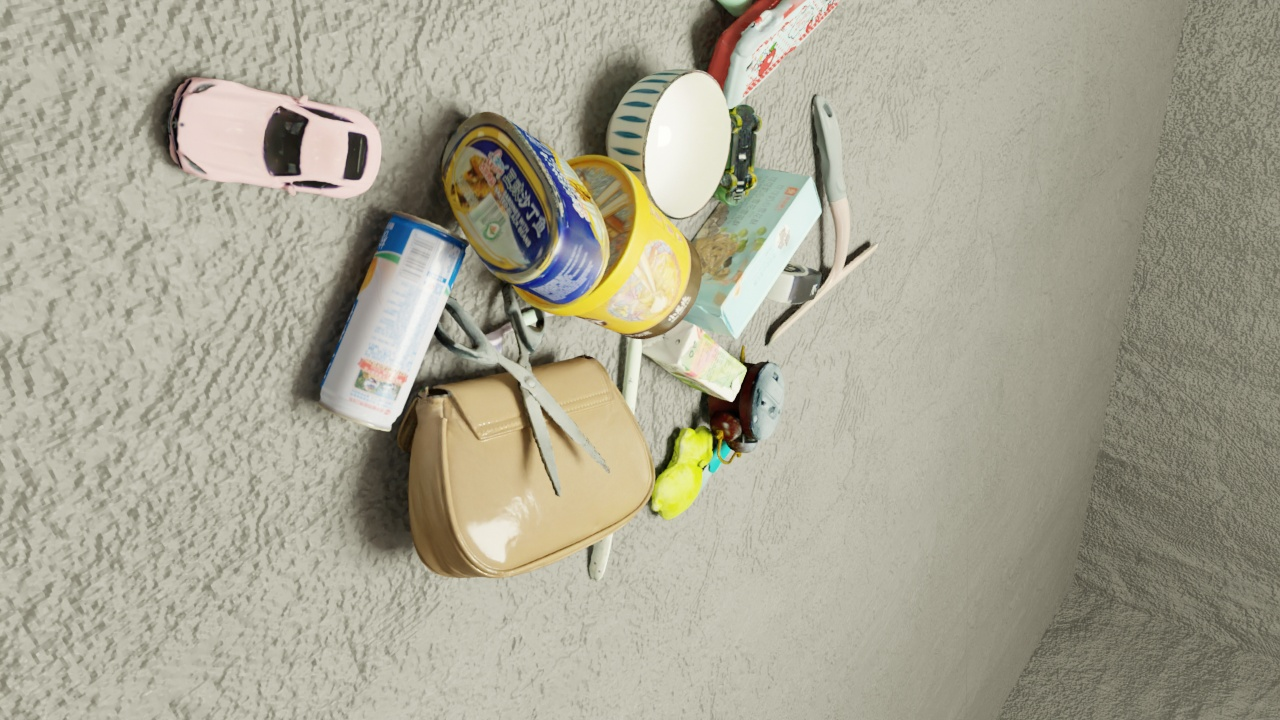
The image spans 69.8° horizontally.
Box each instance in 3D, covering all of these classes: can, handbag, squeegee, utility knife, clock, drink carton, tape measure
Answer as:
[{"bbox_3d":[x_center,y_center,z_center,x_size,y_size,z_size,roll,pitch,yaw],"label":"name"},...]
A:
[{"bbox_3d":[-0.160,-0.025,0.593,0.053,0.053,0.134,26,85,-54],"label":"can"},{"bbox_3d":[-0.088,0.079,0.696,0.204,0.100,0.147,-12,89,-49],"label":"handbag"},{"bbox_3d":[0.214,-0.173,1.025,0.246,0.040,0.250,-38,132,-36],"label":"squeegee"},{"bbox_3d":[0.103,0.076,1.014,0.186,0.013,0.029,-55,139,-24],"label":"utility knife"},{"bbox_3d":[0.107,0.051,0.962,0.082,0.055,0.121,41,64,-54],"label":"clock"},{"bbox_3d":[0.051,-0.003,0.877,0.122,0.053,0.045,32,79,-54],"label":"drink carton"},{"bbox_3d":[-0.078,-0.100,0.597,0.075,0.148,0.049,-43,145,17],"label":"can"},{"bbox_3d":[0.145,-0.084,0.951,0.065,0.066,0.034,-15,124,-48],"label":"tape measure"}]

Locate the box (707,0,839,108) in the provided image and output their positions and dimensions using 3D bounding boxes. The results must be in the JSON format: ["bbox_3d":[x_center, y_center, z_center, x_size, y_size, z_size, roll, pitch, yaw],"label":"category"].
[{"bbox_3d":[0.132,-0.307,0.824,0.200,0.047,0.087,-48,170,-27],"label":"box"}]

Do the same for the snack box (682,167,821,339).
[{"bbox_3d":[0.097,-0.106,0.871,0.174,0.074,0.051,-55,140,-21],"label":"snack box"}]

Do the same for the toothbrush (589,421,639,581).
[{"bbox_3d":[-0.024,0.133,0.843,0.017,0.016,0.188,-41,149,-53],"label":"toothbrush"}]

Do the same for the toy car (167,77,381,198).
[{"bbox_3d":[-0.199,-0.122,0.514,0.122,0.037,0.056,-2,106,-51],"label":"toy car"}]

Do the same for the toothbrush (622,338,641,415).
[{"bbox_3d":[-0.005,0.005,0.827,0.029,0.020,0.190,-20,127,-48],"label":"toothbrush"}]

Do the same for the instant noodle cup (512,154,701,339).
[{"bbox_3d":[-0.021,-0.077,0.692,0.114,0.119,0.118,27,84,-53],"label":"instant noodle cup"}]

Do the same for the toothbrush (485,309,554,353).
[{"bbox_3d":[-0.059,-0.046,0.745,0.188,0.029,0.021,-32,92,-42],"label":"toothbrush"}]

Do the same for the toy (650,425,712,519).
[{"bbox_3d":[0.044,0.117,0.942,0.096,0.031,0.100,-2,107,-54],"label":"toy"}]

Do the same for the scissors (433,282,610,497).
[{"bbox_3d":[-0.084,0.010,0.656,0.159,0.014,0.177,25,46,-25],"label":"scissors"}]

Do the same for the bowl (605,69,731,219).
[{"bbox_3d":[0.015,-0.176,0.740,0.116,0.066,0.117,-27,126,-44],"label":"bowl"}]

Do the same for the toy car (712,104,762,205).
[{"bbox_3d":[0.086,-0.191,0.850,0.043,0.036,0.091,-14,117,-48],"label":"toy car"}]

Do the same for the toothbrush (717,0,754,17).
[{"bbox_3d":[0.028,-0.331,0.720,0.027,0.026,0.224,-32,154,26],"label":"toothbrush"}]
